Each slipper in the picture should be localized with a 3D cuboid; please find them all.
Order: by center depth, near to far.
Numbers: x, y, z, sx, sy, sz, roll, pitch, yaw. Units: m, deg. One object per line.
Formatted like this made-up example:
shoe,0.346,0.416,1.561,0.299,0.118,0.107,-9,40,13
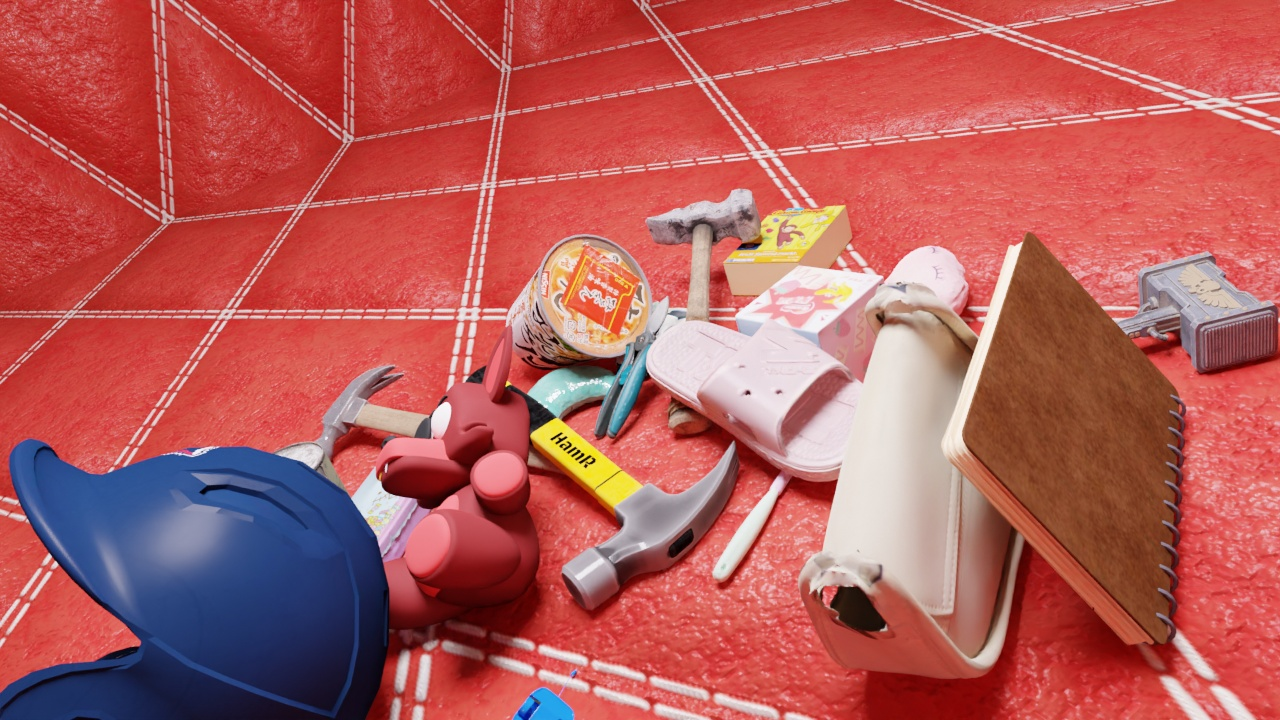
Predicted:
slipper,0.087,0.011,0.725,0.094,0.064,0.239,-42,40,-18

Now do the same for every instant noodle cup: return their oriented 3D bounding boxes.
instant noodle cup,-0.072,-0.046,0.921,0.123,0.123,0.122,-41,8,-34

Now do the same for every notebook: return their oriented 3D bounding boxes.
notebook,0.260,0.038,0.543,0.024,0.167,0.224,-39,9,45

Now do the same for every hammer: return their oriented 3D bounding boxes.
hammer,0.291,-0.003,0.705,0.322,0.044,0.098,-15,29,11
hammer,-0.060,0.071,0.773,0.169,0.034,0.325,-32,38,-23
hammer,-0.189,0.068,0.879,0.332,0.031,0.119,6,59,35
hammer,0.055,-0.054,0.892,0.122,0.049,0.317,-11,42,17

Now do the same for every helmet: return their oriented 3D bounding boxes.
helmet,-0.282,0.150,0.575,0.222,0.272,0.233,-45,4,-24

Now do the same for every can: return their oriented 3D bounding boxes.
can,-0.311,0.130,0.828,0.090,0.075,0.089,-16,27,8

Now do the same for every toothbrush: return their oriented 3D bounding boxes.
toothbrush,0.092,0.106,0.671,0.022,0.015,0.154,29,47,15

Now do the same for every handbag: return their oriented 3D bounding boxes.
handbag,0.141,0.075,0.539,0.132,0.184,0.228,-9,45,33

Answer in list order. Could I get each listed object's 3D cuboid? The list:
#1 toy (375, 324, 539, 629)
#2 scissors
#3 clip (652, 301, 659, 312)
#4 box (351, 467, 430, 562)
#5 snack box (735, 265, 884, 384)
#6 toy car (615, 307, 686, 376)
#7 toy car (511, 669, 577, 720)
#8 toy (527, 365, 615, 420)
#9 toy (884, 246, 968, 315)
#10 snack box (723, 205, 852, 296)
toy,-0.136,0.091,0.686,0.120,0.159,0.196,12,55,-23
scissors,-0.009,0.006,0.850,0.138,0.019,0.136,-38,35,25
clip,-0.011,-0.039,0.979,0.076,0.044,0.023,-14,27,11
box,-0.237,0.157,0.775,0.076,0.033,0.213,-8,31,22
snack box,0.152,-0.024,0.791,0.094,0.079,0.093,-38,33,-28
toy car,0.017,-0.021,0.926,0.048,0.033,0.105,11,42,41
toy car,-0.067,0.228,0.559,0.033,0.062,0.091,38,73,8
toy,-0.069,0.041,0.876,0.105,0.033,0.085,-34,45,-19
toy,0.243,-0.059,0.830,0.105,0.053,0.108,-27,26,20
snack box,0.161,-0.119,0.993,0.088,0.040,0.125,4,36,37
